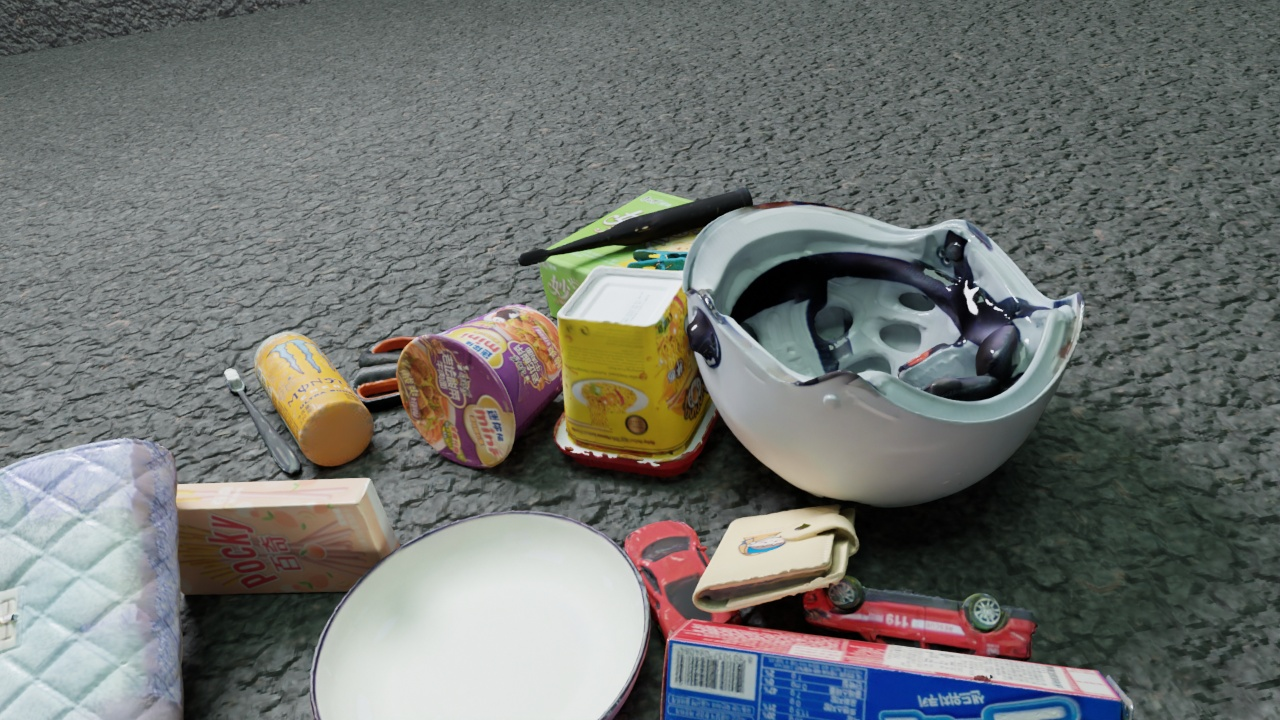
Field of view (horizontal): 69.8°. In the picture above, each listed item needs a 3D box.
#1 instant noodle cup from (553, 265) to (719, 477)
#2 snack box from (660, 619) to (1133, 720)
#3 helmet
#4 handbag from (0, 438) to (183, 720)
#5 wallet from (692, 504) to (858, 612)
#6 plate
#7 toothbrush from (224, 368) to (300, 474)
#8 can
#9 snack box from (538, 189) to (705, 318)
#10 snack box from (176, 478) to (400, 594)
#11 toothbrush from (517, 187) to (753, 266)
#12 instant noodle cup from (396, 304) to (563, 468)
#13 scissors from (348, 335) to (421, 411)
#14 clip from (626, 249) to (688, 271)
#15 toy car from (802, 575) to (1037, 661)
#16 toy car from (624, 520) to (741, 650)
[{"bbox_3d":[-0.004,0.004,0.669,0.116,0.124,0.115,7,37,21],"label":"instant noodle cup"},{"bbox_3d":[0.116,0.168,0.441,0.208,0.057,0.058,2,-5,17],"label":"snack box"},{"bbox_3d":[0.143,0.002,0.614,0.228,0.146,0.259,-20,36,-27],"label":"helmet"},{"bbox_3d":[-0.322,0.149,0.505,0.134,0.076,0.193,-15,65,-4],"label":"handbag"},{"bbox_3d":[0.083,0.109,0.530,0.087,0.024,0.115,-14,3,17],"label":"wallet"},{"bbox_3d":[-0.088,0.166,0.526,0.192,0.039,0.192,-6,34,4],"label":"plate"},{"bbox_3d":[-0.322,0.050,0.776,0.015,0.018,0.181,-25,38,-27],"label":"toothbrush"},{"bbox_3d":[-0.271,0.029,0.755,0.058,0.058,0.146,-27,38,-24],"label":"can"},{"bbox_3d":[0.034,-0.075,0.825,0.210,0.070,0.157,24,46,38],"label":"snack box"},{"bbox_3d":[-0.239,0.116,0.596,0.157,0.084,0.026,-4,37,9],"label":"snack box"},{"bbox_3d":[-0.004,-0.113,0.805,0.212,0.026,0.027,-16,0,-8],"label":"toothbrush"},{"bbox_3d":[-0.113,0.011,0.708,0.112,0.112,0.099,13,33,29],"label":"instant noodle cup"},{"bbox_3d":[-0.145,-0.011,0.816,0.233,0.022,0.162,-21,35,-17],"label":"scissors"},{"bbox_3d":[0.017,-0.082,0.764,0.056,0.014,0.040,2,37,20],"label":"clip"},{"bbox_3d":[0.147,0.143,0.492,0.121,0.053,0.045,6,73,18],"label":"toy car"},{"bbox_3d":[0.022,0.133,0.558,0.049,0.031,0.106,-15,32,-11],"label":"toy car"}]
